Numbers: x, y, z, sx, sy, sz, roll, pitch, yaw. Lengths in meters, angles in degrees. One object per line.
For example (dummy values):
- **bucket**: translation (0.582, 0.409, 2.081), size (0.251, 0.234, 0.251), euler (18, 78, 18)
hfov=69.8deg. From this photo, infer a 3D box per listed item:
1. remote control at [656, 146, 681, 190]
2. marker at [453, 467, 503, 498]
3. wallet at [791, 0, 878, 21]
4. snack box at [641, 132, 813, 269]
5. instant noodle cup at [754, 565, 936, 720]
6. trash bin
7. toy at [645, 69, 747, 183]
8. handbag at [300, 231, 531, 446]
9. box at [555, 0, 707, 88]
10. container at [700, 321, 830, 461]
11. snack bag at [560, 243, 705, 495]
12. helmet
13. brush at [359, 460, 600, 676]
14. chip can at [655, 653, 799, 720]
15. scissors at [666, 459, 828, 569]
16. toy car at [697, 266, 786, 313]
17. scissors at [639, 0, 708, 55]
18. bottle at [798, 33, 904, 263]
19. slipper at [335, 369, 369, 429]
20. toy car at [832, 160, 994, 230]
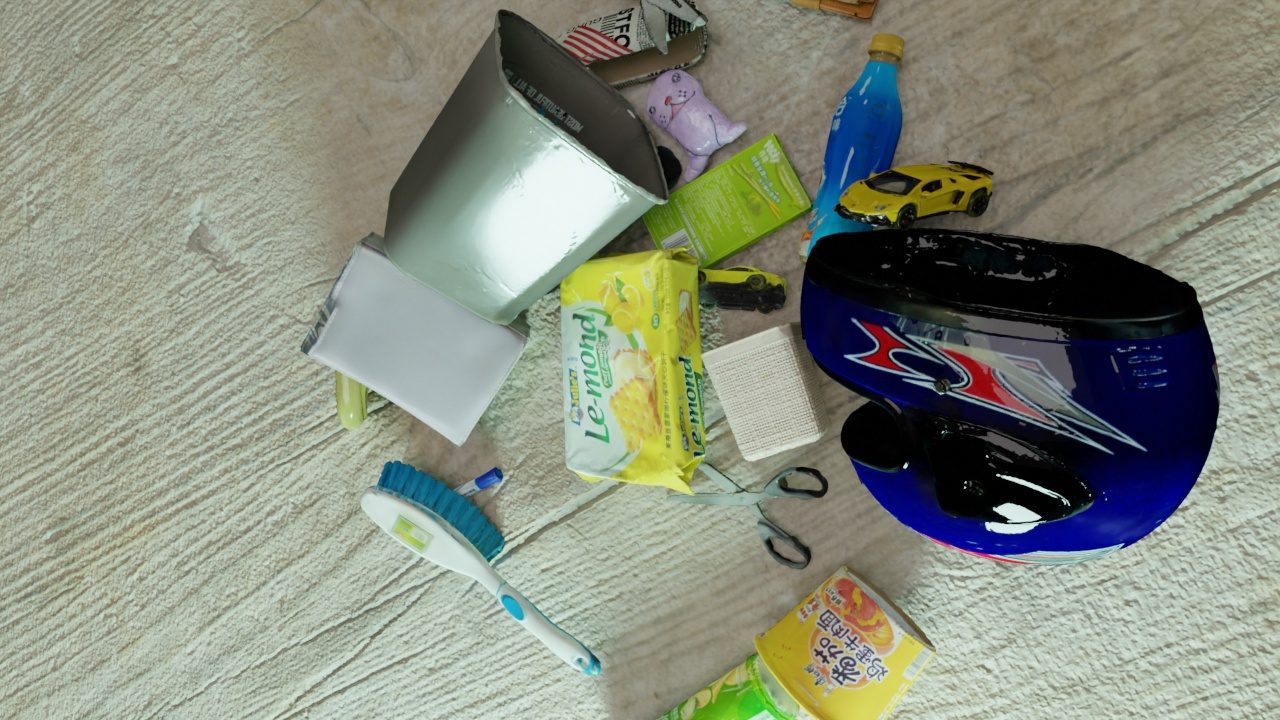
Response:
- **remote control**: translation (-0.018, -0.170, 0.956), size (0.137, 0.024, 0.053), euler (-39, 77, 15)
- **marker**: translation (-0.217, 0.157, 1.031), size (0.146, 0.017, 0.017), euler (-28, 81, 17)
- **wallet**: translation (0.178, -0.393, 0.883), size (0.132, 0.031, 0.108), euler (21, 94, 19)
- **snack box**: translation (0.085, -0.150, 0.918), size (0.157, 0.026, 0.085), euler (-29, 81, 17)
- **instant noodle cup**: translation (0.189, 0.262, 0.832), size (0.138, 0.138, 0.110), euler (41, 95, 15)
- **trash bin**: translation (-0.121, -0.174, 0.888), size (0.220, 0.199, 0.198), euler (-42, 35, 26)
- **toy**: translation (0.047, -0.243, 0.926), size (0.084, 0.038, 0.108), euler (-44, 77, 26)
- **handbag**: translation (-0.232, -0.022, 0.960), size (0.197, 0.098, 0.145), euler (31, 97, -12)
- **box**: translation (-0.009, -0.320, 0.947), size (0.164, 0.081, 0.074), euler (-11, 55, 20)
- **container**: translation (0.124, 0.030, 0.874), size (0.090, 0.089, 0.111), euler (-20, 86, 18)
- **snack bag**: translation (-0.005, 0.005, 0.907), size (0.158, 0.068, 0.246), euler (0, 91, 45)
- **helmet**: translation (0.278, 0.035, 0.743), size (0.316, 0.246, 0.241), euler (13, 116, 25)
- **brush**: translation (-0.164, 0.217, 0.969), size (0.314, 0.109, 0.061), euler (32, 106, 2)
- **chip can**: translation (0.054, 0.372, 0.907), size (0.222, 0.072, 0.072), euler (-38, 78, 16)
- **scissors**: translation (0.107, 0.140, 0.906), size (0.182, 0.014, 0.159), euler (-22, 96, 34)
- **toy car**: translation (0.092, -0.073, 0.907), size (0.105, 0.048, 0.032), euler (3, 61, 20)
- **scissors**: translation (0.005, -0.389, 0.916), size (0.190, 0.015, 0.221), euler (10, 72, 31)
- **bottle**: translation (0.205, -0.192, 0.856), size (0.065, 0.065, 0.219), euler (16, 96, 19)
- **slipper**: translation (-0.304, -0.017, 1.036), size (0.081, 0.092, 0.190), euler (3, 82, -18)
- **toy car**: translation (0.242, -0.147, 0.805), size (0.071, 0.155, 0.041), euler (39, 137, 50)
